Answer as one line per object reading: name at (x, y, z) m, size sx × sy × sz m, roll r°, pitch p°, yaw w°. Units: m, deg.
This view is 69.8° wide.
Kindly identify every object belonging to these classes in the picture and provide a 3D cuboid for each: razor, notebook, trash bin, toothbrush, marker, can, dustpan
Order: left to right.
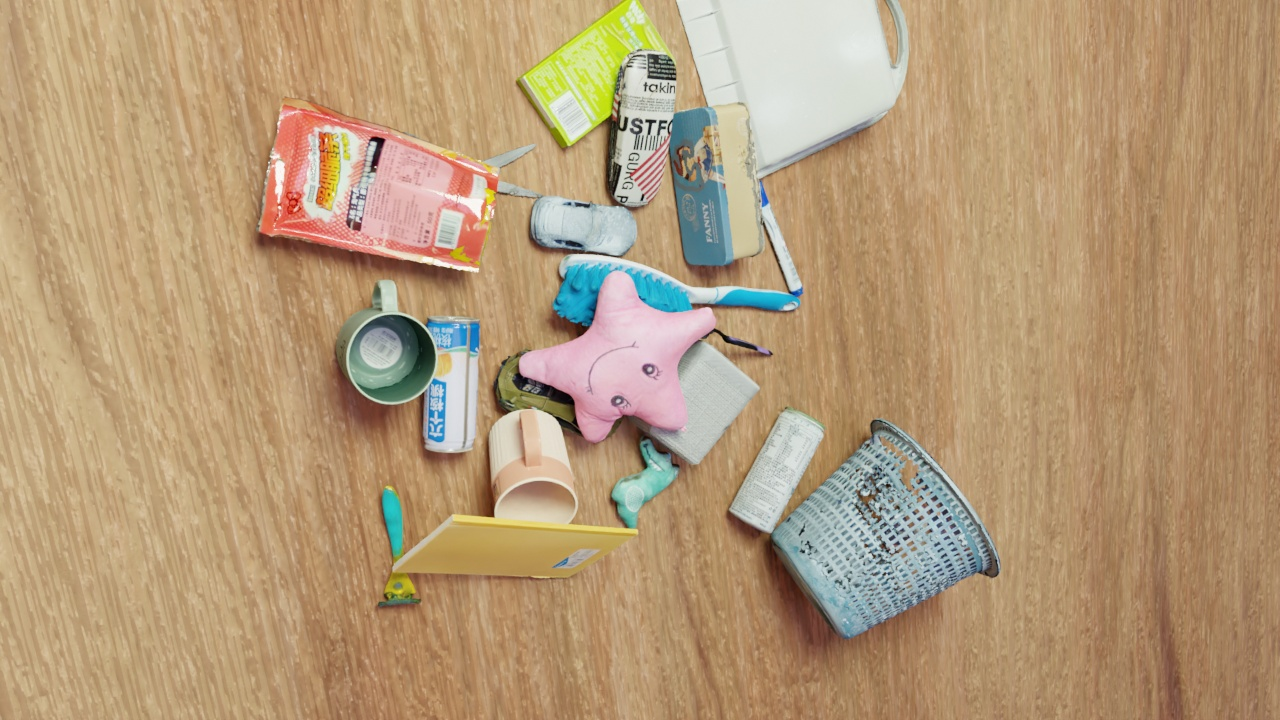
razor at (-0.251, 0.189, 0.938) m, size 0.043 × 0.028 × 0.132 m, roll -3°, pitch 103°, yaw -1°
can at (-0.192, 0.023, 0.928) m, size 0.053 × 0.053 × 0.134 m, roll 1°, pitch 97°, yaw -24°
notebook at (-0.126, 0.192, 0.927) m, size 0.206 × 0.146 × 0.010 m, roll 11°, pitch 55°, yaw -33°
toothbrush at (0.106, -0.020, 1.030) m, size 0.017 × 0.014 × 0.188 m, roll -50°, pitch 150°, yaw 16°
marker at (0.161, -0.142, 1.084) m, size 0.016 × 0.017 × 0.146 m, roll -30°, pitch 108°, yaw -18°
can at (0.164, 0.131, 1.099) m, size 0.058 × 0.058 × 0.146 m, roll 32°, pitch 84°, yaw -24°
dustpan at (0.197, -0.355, 1.075) m, size 0.258 × 0.142 × 0.223 m, roll -16°, pitch 105°, yaw 9°
trash bin at (0.272, 0.214, 1.089) m, size 0.195 × 0.226 × 0.226 m, roll -34°, pitch 110°, yaw -4°

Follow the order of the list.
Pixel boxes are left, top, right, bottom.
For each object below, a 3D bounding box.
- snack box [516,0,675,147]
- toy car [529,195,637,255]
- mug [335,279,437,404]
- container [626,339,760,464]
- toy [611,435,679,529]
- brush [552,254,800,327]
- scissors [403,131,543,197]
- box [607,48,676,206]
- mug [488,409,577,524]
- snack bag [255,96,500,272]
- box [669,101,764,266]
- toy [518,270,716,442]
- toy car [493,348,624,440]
snack box at (-0.044, -0.304, 0.964) m, size 0.156 × 0.026 × 0.086 m, roll -42°, pitch 112°, yaw -13°
toy car at (-0.059, -0.142, 0.975) m, size 0.120 × 0.037 × 0.054 m, roll 5°, pitch 95°, yaw -26°
mug at (-0.243, -0.021, 0.870) m, size 0.082 × 0.106 × 0.112 m, roll -3°, pitch 98°, yaw -23°
container at (0.054, 0.045, 1.024) m, size 0.090 × 0.090 × 0.114 m, roll 39°, pitch 84°, yaw -23°
toy at (0.004, 0.134, 1.043) m, size 0.091 × 0.030 × 0.096 m, roll -35°, pitch 123°, yaw -20°
brush at (0.054, -0.065, 1.014) m, size 0.314 × 0.109 × 0.061 m, roll 12°, pitch 129°, yaw -20°
scissors at (-0.187, -0.184, 0.927) m, size 0.159 × 0.014 × 0.177 m, roll 43°, pitch 78°, yaw -25°
box at (0.003, -0.241, 0.964) m, size 0.070 × 0.056 × 0.164 m, roll -22°, pitch 126°, yaw -45°
mug at (-0.111, 0.101, 0.924) m, size 0.081 × 0.105 × 0.115 m, roll -6°, pitch 130°, yaw -10°
snack bag at (-0.242, -0.158, 0.864) m, size 0.207 × 0.073 × 0.128 m, roll 12°, pitch 89°, yaw -20°
box at (0.083, -0.185, 1.003) m, size 0.060 × 0.090 × 0.184 m, roll -13°, pitch 101°, yaw -29°
toy at (-0.006, 0.005, 0.932) m, size 0.195 × 0.074 × 0.178 m, roll -40°, pitch 108°, yaw 17°
toy car at (-0.083, 0.039, 0.988) m, size 0.158 × 0.042 × 0.070 m, roll 21°, pitch 89°, yaw -28°
